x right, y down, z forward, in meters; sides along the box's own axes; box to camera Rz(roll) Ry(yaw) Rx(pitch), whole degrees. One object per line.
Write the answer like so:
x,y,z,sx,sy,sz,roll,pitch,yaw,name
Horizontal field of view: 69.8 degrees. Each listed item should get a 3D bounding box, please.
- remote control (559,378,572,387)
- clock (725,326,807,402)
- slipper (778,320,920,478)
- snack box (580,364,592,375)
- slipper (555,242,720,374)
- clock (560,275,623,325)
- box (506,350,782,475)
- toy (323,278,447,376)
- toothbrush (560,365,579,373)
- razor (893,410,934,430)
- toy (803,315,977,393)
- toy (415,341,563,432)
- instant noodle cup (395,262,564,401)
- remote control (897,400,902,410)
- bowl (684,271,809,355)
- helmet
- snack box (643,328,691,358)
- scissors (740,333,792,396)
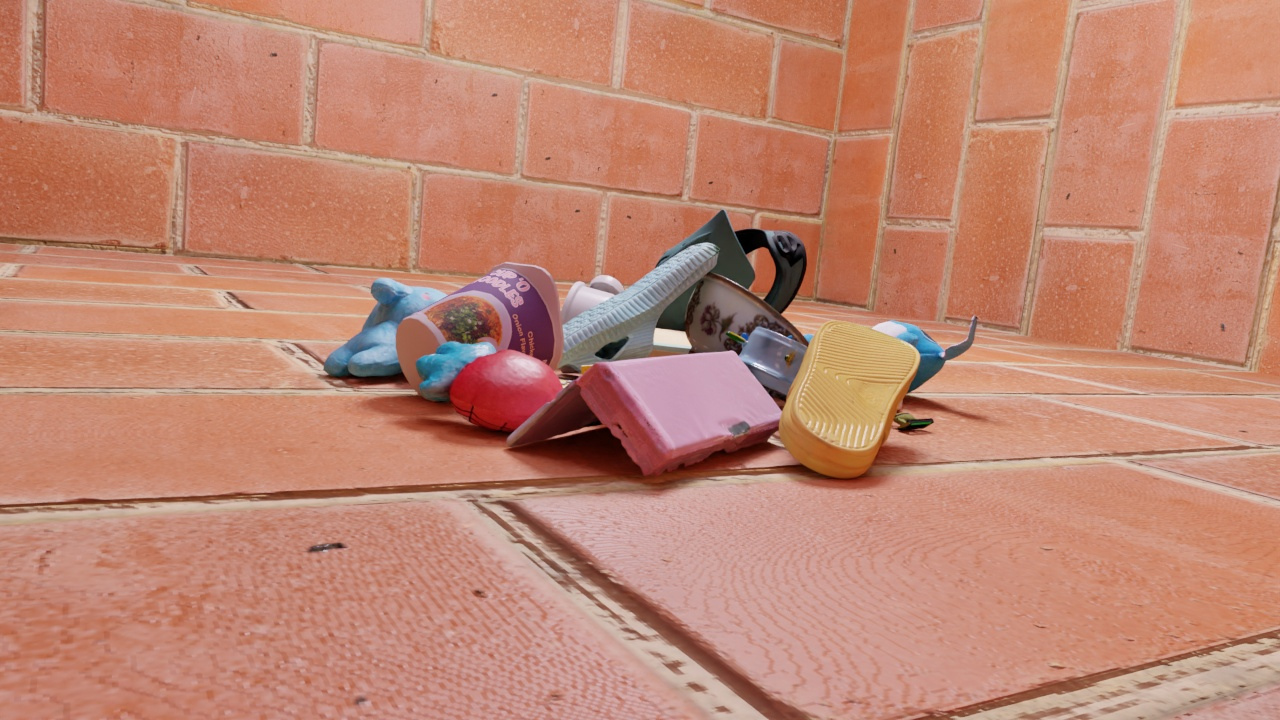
-0.091,0.028,0.954,0.133,0.013,0.058,8,8,16,remote control
0.163,0.019,0.964,0.162,0.060,0.118,27,0,-44,clock
0.178,0.038,0.818,0.099,0.079,0.262,28,30,10,slipper
0.016,0.010,0.896,0.075,0.025,0.152,-5,0,33,snack box
-0.014,-0.044,1.060,0.276,0.069,0.116,-34,17,-11,slipper
-0.067,-0.051,1.207,0.061,0.120,0.159,16,19,9,clock
0.013,0.058,0.756,0.106,0.116,0.232,51,25,16,box
-0.260,-0.033,0.976,0.184,0.115,0.180,-2,14,30,toy
-0.006,0.006,1.065,0.188,0.019,0.018,0,7,23,toothbrush
0.246,0.054,1.001,0.044,0.021,0.144,0,7,-39,razor
0.305,-0.006,1.155,0.191,0.099,0.225,3,-10,-35,toy
-0.127,0.020,0.764,0.133,0.062,0.092,20,22,25,toy
-0.156,-0.024,0.870,0.121,0.137,0.122,-26,73,-42,instant noodle cup
0.243,0.039,1.097,0.133,0.022,0.050,7,7,8,remote control
0.112,-0.023,1.107,0.160,0.094,0.160,36,-4,2,bowl
0.118,-0.117,1.406,0.199,0.176,0.276,-10,-21,-37,helmet
0.060,-0.013,1.273,0.141,0.044,0.193,7,7,-1,snack box
0.122,0.007,1.042,0.123,0.016,0.125,-14,-40,10,scissors
